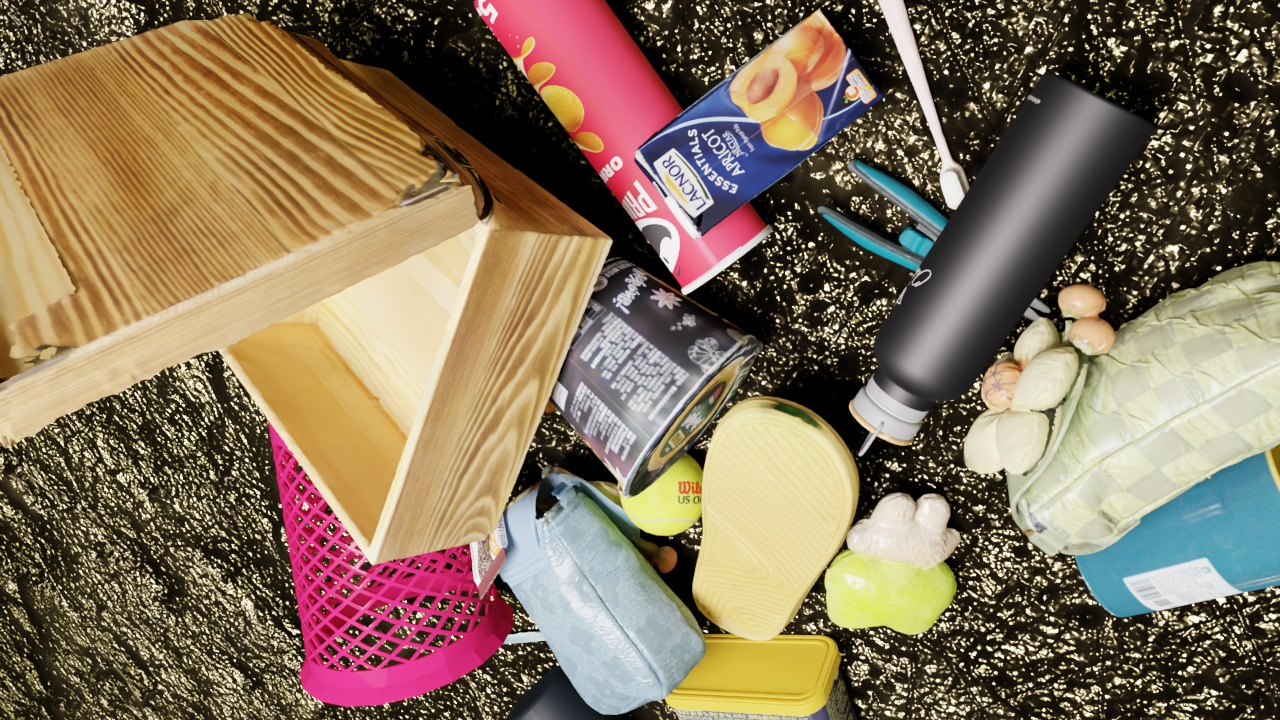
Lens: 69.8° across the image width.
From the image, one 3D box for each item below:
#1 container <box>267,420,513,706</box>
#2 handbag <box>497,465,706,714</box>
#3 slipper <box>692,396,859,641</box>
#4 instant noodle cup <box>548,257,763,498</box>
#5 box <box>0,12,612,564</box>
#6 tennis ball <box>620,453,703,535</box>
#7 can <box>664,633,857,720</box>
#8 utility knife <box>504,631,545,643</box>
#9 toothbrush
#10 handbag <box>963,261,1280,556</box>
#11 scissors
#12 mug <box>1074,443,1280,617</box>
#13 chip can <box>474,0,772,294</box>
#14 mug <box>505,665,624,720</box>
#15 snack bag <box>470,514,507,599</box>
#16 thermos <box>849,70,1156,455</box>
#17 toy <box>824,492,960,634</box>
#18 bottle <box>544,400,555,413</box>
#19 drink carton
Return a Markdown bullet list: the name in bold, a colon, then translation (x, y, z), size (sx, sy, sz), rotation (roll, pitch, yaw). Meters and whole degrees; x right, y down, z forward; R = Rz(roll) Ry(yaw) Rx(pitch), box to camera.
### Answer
- **container**: translation (-0.220, 0.138, 0.774), size (0.183, 0.182, 0.226), rotation (-2, 105, 29)
- **handbag**: translation (-0.030, 0.170, 0.715), size (0.192, 0.118, 0.122), rotation (51, 139, 5)
- **slipper**: translation (0.095, 0.108, 0.646), size (0.099, 0.078, 0.264), rotation (25, 140, 15)
- **instant noodle cup**: translation (-0.004, 0.004, 0.610), size (0.112, 0.137, 0.138), rotation (41, 126, 13)
- **box**: translation (-0.231, -0.067, 0.523), size (0.279, 0.314, 0.283), rotation (41, 116, 35)
- **tennis ball**: translation (0.017, 0.097, 0.683), size (0.065, 0.065, 0.065), rotation (12, 119, 22)
- **can**: translation (0.101, 0.283, 0.729), size (0.135, 0.075, 0.104), rotation (-9, 112, 31)
- **utility knife**: translation (-0.068, 0.250, 0.835), size (0.180, 0.015, 0.022), rotation (-16, 105, 31)
- **toothbrush**: translation (0.149, -0.170, 0.511), size (0.016, 0.018, 0.181), rotation (-16, 105, 32)
- **handbag**: translation (0.256, 0.011, 0.485), size (0.117, 0.113, 0.187), rotation (38, 125, -11)
- **scissors**: translation (0.171, -0.064, 0.550), size (0.141, 0.019, 0.128), rotation (-8, 106, 23)
- **mug**: translation (0.320, 0.102, 0.525), size (0.078, 0.077, 0.122), rotation (50, 130, -3)
- **chip can**: translation (-0.010, -0.150, 0.572), size (0.069, 0.069, 0.220), rotation (-34, 96, 35)
- **mug**: translation (-0.071, 0.343, 0.852), size (0.094, 0.085, 0.122), rotation (46, 155, 1)
- **snack bag**: translation (-0.128, 0.107, 0.732), size (0.013, 0.157, 0.057), rotation (10, 132, -27)
- **thermos**: translation (0.183, -0.039, 0.509), size (0.061, 0.061, 0.232), rotation (32, 115, 10)
- **toy**: translation (0.176, 0.139, 0.628), size (0.092, 0.046, 0.115), rotation (7, 116, -5)
- **bottle**: translation (-0.101, -0.005, 0.698), size (0.108, 0.063, 0.063), rotation (37, 125, 5)
- **drink carton**: translation (0.063, -0.131, 0.521), size (0.130, 0.040, 0.064), rotation (-37, 94, 1)
